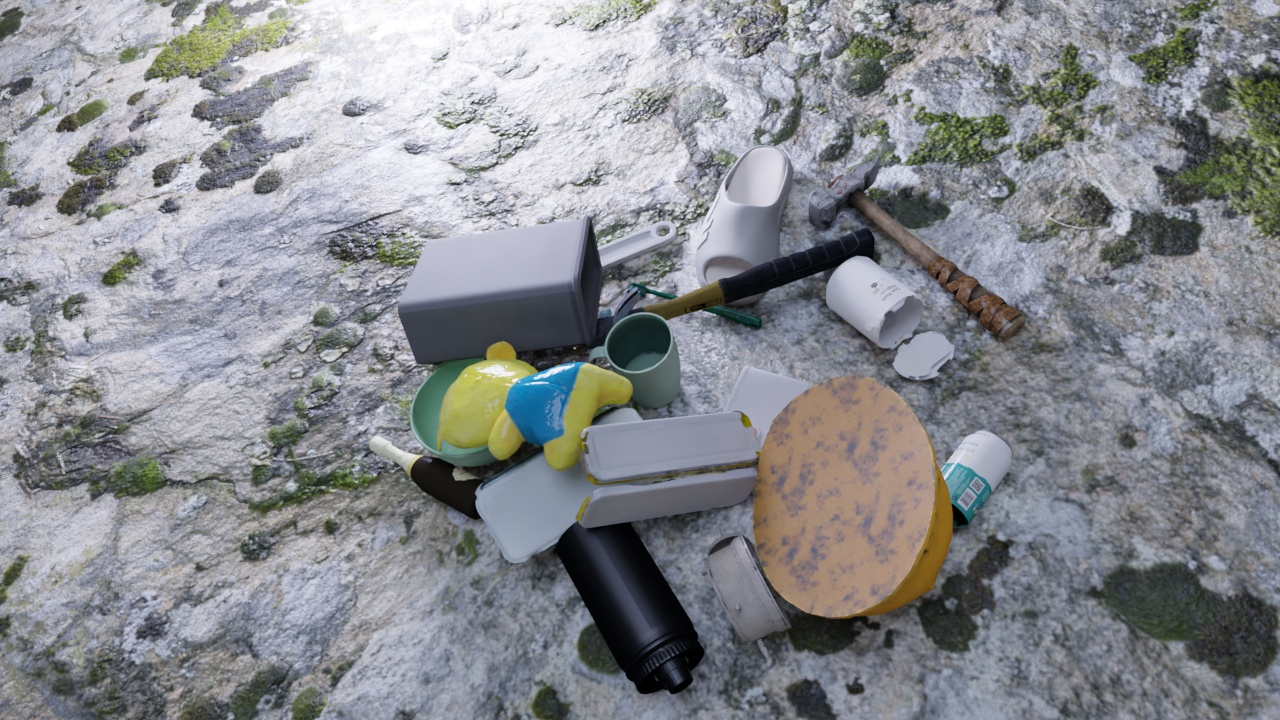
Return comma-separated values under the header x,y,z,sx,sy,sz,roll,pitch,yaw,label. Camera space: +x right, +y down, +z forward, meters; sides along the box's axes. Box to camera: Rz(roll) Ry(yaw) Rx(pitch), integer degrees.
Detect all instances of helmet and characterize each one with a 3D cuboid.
x,y,z,sx,sy,sz,roll,pitch,yaw,label
0.231,0.155,0.931,0.206,0.131,0.254,-31,42,30,helmet

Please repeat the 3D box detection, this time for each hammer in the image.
x,y,z,sx,sy,sz,roll,pitch,yaw,label
0.124,-0.092,1.119,0.333,0.118,0.025,-19,58,1,hammer
0.348,-0.139,1.147,0.121,0.049,0.318,-33,58,-11,hammer

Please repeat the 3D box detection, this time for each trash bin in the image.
x,y,z,sx,sy,sz,roll,pitch,yaw,label
-0.168,-0.090,1.156,0.220,0.098,0.191,-7,35,7,trash bin

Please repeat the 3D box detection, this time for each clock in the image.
x,y,z,sx,sy,sz,roll,pitch,yaw,label
0.099,0.226,0.950,0.061,0.103,0.156,-29,30,3,clock

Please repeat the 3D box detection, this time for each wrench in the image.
x,y,z,sx,sy,sz,roll,pitch,yaw,label
-0.074,-0.123,1.259,0.273,0.018,0.086,-22,55,-2,wrench
-0.154,-0.027,1.203,0.274,0.022,0.073,-11,47,13,wrench

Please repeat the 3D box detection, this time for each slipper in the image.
x,y,z,sx,sy,sz,roll,pitch,yaw,label
0.140,-0.200,1.215,0.113,0.081,0.265,12,61,17,slipper

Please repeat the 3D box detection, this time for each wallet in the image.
x,y,z,sx,sy,sz,roll,pitch,yaw,label
0.156,0.069,1.065,0.115,0.037,0.118,16,60,23,wallet

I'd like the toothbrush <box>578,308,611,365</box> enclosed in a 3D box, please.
x,y,z,sx,sy,sz,roll,pitch,yaw,label
-0.073,0.024,1.157,0.027,0.027,0.222,-4,55,33,toothbrush

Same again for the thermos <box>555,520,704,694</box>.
x,y,z,sx,sy,sz,roll,pitch,yaw,label
-0.006,0.257,0.954,0.086,0.086,0.198,-31,56,-7,thermos

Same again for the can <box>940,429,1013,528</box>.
x,y,z,sx,sy,sz,roll,pitch,yaw,label
0.346,0.125,0.968,0.055,0.055,0.101,33,71,29,can

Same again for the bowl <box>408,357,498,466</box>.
x,y,z,sx,sy,sz,roll,pitch,yaw,label
-0.199,0.071,1.126,0.151,0.077,0.150,-6,53,8,bowl

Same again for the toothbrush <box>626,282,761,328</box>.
x,y,z,sx,sy,sz,roll,pitch,yaw,label
0.067,-0.070,1.188,0.190,0.016,0.017,17,61,24,toothbrush

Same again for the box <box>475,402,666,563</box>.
x,y,z,sx,sy,sz,roll,pitch,yaw,label
-0.080,0.135,1.057,0.215,0.127,0.106,-29,87,-8,box

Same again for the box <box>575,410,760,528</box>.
x,y,z,sx,sy,sz,roll,pitch,yaw,label
0.032,0.117,0.973,0.209,0.117,0.057,-4,12,-27,box

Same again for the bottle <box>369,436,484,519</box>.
x,y,z,sx,sy,sz,roll,pitch,yaw,label
-0.261,0.136,1.121,0.185,0.045,0.045,23,66,26,bottle

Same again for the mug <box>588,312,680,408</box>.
x,y,z,sx,sy,sz,roll,pitch,yaw,label
-0.007,0.006,1.104,0.111,0.104,0.084,-3,57,12,mug

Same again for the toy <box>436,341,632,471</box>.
x,y,z,sx,sy,sz,roll,pitch,yaw,label
-0.133,0.046,1.017,0.214,0.084,0.148,8,45,33,toy

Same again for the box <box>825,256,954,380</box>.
x,y,z,sx,sy,sz,roll,pitch,yaw,label
0.297,-0.051,1.082,0.083,0.092,0.166,-32,47,-11,box
